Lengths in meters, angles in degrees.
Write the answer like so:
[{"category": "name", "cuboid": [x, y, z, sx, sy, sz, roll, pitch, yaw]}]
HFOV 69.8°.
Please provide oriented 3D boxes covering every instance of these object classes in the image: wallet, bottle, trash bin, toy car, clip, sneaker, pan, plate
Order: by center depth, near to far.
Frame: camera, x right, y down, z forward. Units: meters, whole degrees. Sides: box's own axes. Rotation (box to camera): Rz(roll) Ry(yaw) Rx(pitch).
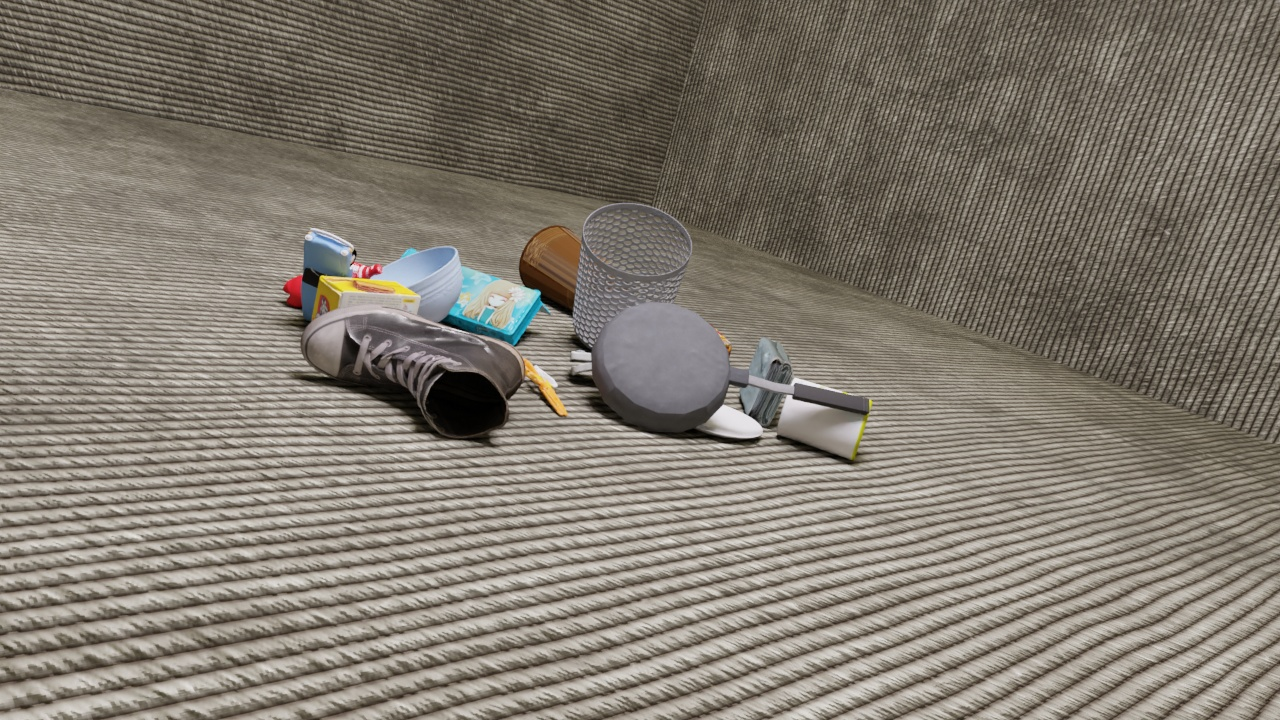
[{"category": "sneaker", "cuboid": [-0.240, 0.012, 0.947, 0.234, 0.095, 0.119, 17, 18, -9]}, {"category": "toy car", "cuboid": [-0.383, -0.095, 1.119, 0.056, 0.154, 0.054, 23, 51, -2]}, {"category": "pan", "cuboid": [0.116, 0.019, 1.138, 0.357, 0.041, 0.178, 12, 59, -6]}, {"category": "plate", "cuboid": [0.092, 0.077, 1.191, 0.134, 0.011, 0.134, 14, 14, -4]}, {"category": "bottle", "cuboid": [-0.398, -0.102, 1.192, 0.142, 0.042, 0.041, -13, 6, 18]}, {"category": "clip", "cuboid": [-0.020, -0.010, 1.227, 0.152, 0.104, 0.126, 16, -5, -5]}, {"category": "wallet", "cuboid": [0.178, 0.029, 1.285, 0.054, 0.100, 0.131, 19, 16, 1]}, {"category": "trash bin", "cuboid": [-0.021, -0.112, 1.361, 0.156, 0.184, 0.156, 7, 47, -8]}]

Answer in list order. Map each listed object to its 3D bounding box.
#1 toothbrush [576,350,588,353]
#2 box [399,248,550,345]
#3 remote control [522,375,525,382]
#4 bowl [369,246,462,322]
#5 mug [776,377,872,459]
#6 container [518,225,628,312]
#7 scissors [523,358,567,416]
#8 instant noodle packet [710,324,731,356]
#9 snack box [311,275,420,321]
[{"category": "toothbrush", "cuboid": [-0.008, 0.008, 1.321, 0.186, 0.022, 0.024, 14, 3, 18]}, {"category": "box", "cuboid": [-0.251, -0.103, 1.367, 0.227, 0.084, 0.171, 19, 22, 15]}, {"category": "remote control", "cuboid": [-0.189, 0.019, 1.101, 0.074, 0.019, 0.150, 17, 14, 7]}, {"category": "bowl", "cuboid": [-0.301, -0.087, 1.228, 0.151, 0.075, 0.150, -17, 25, 8]}, {"category": "mug", "cuboid": [0.242, 0.076, 1.210, 0.106, 0.083, 0.082, 18, 15, 13]}, {"category": "container", "cuboid": [-0.113, -0.146, 1.615, 0.132, 0.132, 0.167, 0, 26, -45]}, {"category": "scissors", "cuboid": [-0.112, 0.037, 1.117, 0.065, 0.013, 0.128, 31, 11, -41]}, {"category": "instant noodle packet", "cuboid": [0.096, -0.038, 1.584, 0.098, 0.040, 0.135, 4, 17, -14]}, {"category": "snack box", "cuboid": [-0.329, -0.050, 1.090, 0.105, 0.084, 0.061, 1, 22, -47]}]
